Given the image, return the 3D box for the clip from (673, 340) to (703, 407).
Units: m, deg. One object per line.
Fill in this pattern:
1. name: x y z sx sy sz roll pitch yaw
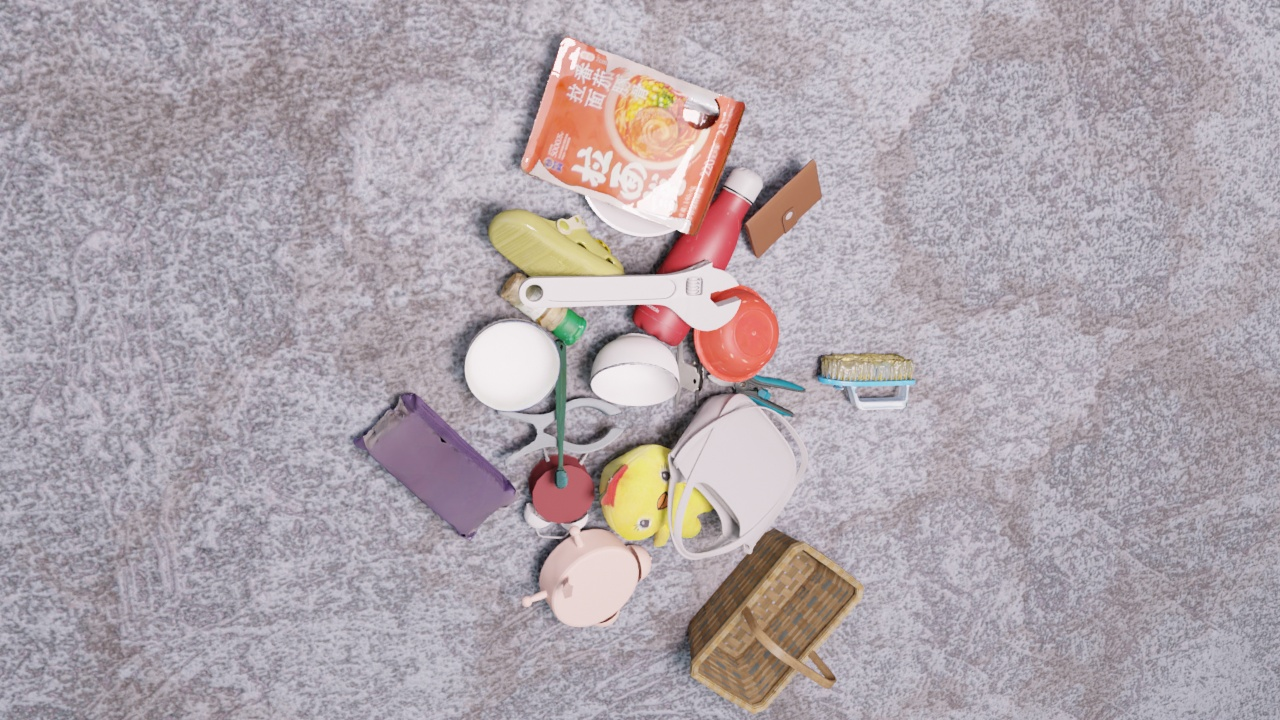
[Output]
1. clip: 0.066 0.019 1.223 0.058 0.053 0.102 10 109 21

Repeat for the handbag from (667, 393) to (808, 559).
1. handbag: 0.120 0.175 1.216 0.216 0.096 0.222 49 60 -24

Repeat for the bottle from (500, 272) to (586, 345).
1. bottle: -0.120 -0.064 1.143 0.111 0.043 0.043 37 95 -22

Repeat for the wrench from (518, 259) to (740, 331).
1. wrench: -0.010 -0.074 1.100 0.273 0.018 0.087 -4 111 -15

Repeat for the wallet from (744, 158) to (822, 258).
1. wallet: 0.184 -0.191 1.168 0.121 0.013 0.087 -44 152 -5

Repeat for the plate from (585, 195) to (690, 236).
1. plate: 0.007 -0.241 1.123 0.174 0.036 0.174 -5 109 -14

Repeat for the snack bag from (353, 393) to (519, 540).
1. snack bag: -0.255 0.140 1.165 0.096 0.058 0.205 -43 112 1

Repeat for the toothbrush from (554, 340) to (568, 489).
1. toothbrush: -0.101 0.069 1.170 0.016 0.017 0.189 0 86 -11

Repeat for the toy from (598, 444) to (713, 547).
1. toy: 0.021 0.184 1.242 0.207 0.092 0.134 28 89 -32

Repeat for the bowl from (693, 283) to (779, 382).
1. bowl: 0.135 -0.035 1.198 0.130 0.045 0.130 -1 92 -29

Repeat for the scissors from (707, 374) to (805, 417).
1. scissors: 0.162 0.043 1.268 0.131 0.019 0.150 -26 113 -7

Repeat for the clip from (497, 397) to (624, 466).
1. clip: -0.106 0.074 1.195 0.163 0.028 0.106 -11 84 -13

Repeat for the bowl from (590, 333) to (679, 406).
1. bowl: -0.007 0.007 1.174 0.113 0.063 0.114 1 150 1

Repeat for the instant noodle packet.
1. instant noodle packet: -0.012 -0.260 1.069 0.221 0.084 0.164 19 103 -8

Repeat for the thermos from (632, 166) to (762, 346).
1. thermos: 0.077 -0.134 1.157 0.073 0.073 0.240 28 98 -22

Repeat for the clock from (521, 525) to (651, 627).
1. clock: -0.063 0.302 1.244 0.160 0.086 0.131 27 99 -47

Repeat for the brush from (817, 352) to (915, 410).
1. brush: 0.311 0.031 1.284 0.135 0.055 0.075 0 103 -14

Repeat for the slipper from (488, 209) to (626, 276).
1. slipper: -0.098 -0.136 1.113 0.190 0.081 0.092 30 140 -32

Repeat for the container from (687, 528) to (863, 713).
1. container: 0.194 0.380 1.296 0.157 0.186 0.250 37 95 -23

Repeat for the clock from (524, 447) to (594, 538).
1. clock: -0.108 0.180 1.226 0.087 0.044 0.125 7 105 -17

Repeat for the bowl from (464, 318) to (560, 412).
1. bowl: -0.162 -0.001 1.142 0.118 0.062 0.118 -5 109 -14
